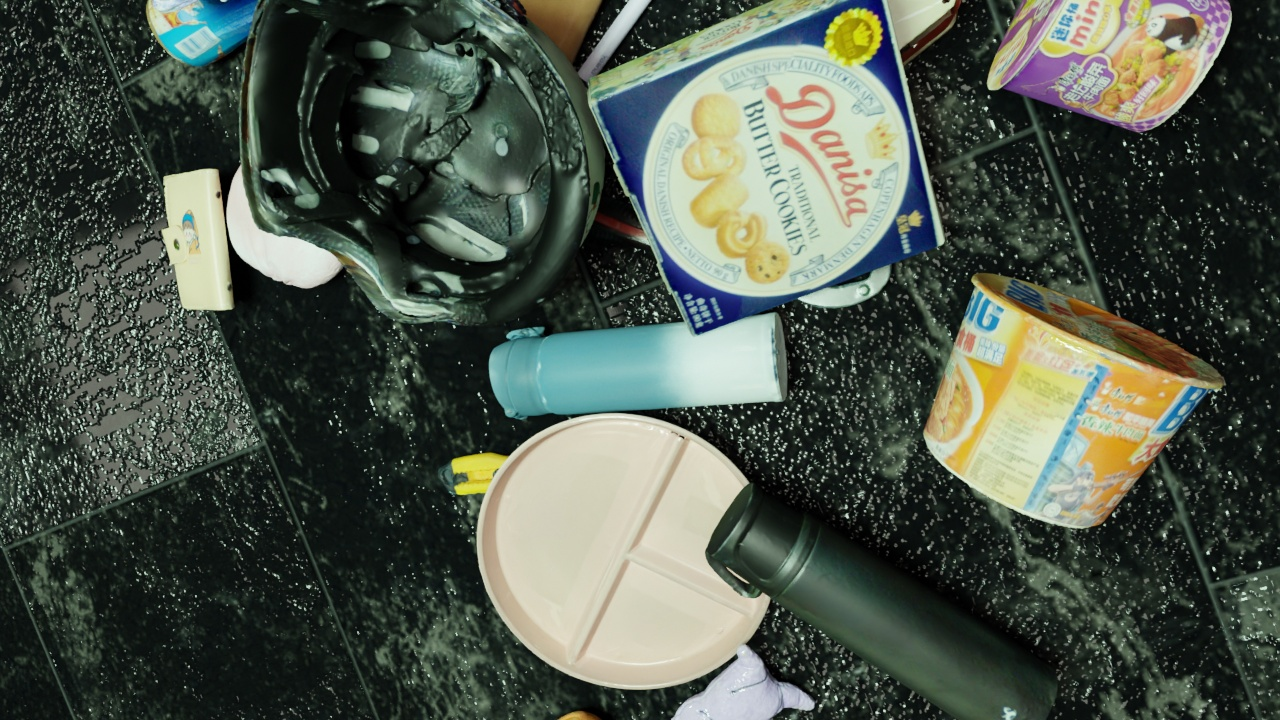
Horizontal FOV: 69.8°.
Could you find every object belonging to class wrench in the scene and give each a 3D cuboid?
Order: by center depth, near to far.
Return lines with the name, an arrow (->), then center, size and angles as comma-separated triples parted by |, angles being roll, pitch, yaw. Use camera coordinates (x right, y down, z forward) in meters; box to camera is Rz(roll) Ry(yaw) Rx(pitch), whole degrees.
wrench -> 0.045, -0.087, 0.676 | 0.273, 0.016, 0.056 | 14, 98, 13

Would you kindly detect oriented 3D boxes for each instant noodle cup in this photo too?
instant noodle cup -> 0.284, -0.196, 0.554 | 0.099, 0.111, 0.112 | 27, 104, 3
instant noodle cup -> 0.256, 0.026, 0.573 | 0.151, 0.151, 0.112 | 24, 111, 11

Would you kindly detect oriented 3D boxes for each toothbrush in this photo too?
toothbrush -> 0.002, -0.259, 0.663 | 0.189, 0.029, 0.021 | -49, 43, 17

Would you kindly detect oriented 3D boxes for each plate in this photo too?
plate -> -0.012, 0.146, 0.702 | 0.230, 0.028, 0.230 | 3, 107, 9

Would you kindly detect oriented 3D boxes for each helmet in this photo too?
helmet -> -0.134, -0.155, 0.641 | 0.274, 0.156, 0.230 | 23, 117, 11

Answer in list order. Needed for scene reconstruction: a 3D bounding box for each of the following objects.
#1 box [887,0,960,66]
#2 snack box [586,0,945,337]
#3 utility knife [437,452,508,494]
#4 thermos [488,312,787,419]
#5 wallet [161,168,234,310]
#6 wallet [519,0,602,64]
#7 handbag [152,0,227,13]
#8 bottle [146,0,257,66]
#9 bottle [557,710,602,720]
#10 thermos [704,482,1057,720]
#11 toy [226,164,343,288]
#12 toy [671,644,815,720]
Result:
box -> 0.119, -0.211, 0.608 | 0.168, 0.075, 0.091 | -37, 88, 16
snack box -> 0.083, -0.125, 0.584 | 0.183, 0.045, 0.178 | -20, 123, 9
utility knife -> -0.081, 0.087, 0.735 | 0.181, 0.015, 0.033 | -7, 98, 16
thermos -> -0.004, 0.004, 0.677 | 0.221, 0.070, 0.070 | -4, 97, 16
wallet -> -0.375, -0.100, 0.772 | 0.087, 0.024, 0.115 | 5, 103, 41
wallet -> -0.076, -0.284, 0.675 | 0.108, 0.031, 0.132 | 30, 103, 8
handbag -> -0.305, -0.342, 0.661 | 0.134, 0.075, 0.193 | -21, 56, 15
bottle -> -0.277, -0.298, 0.709 | 0.219, 0.065, 0.065 | -19, 92, 17
bottle -> -0.026, 0.358, 0.738 | 0.067, 0.066, 0.149 | -29, 96, 17
thermos -> 0.160, 0.179, 0.643 | 0.242, 0.068, 0.090 | 32, 137, 0
toy -> -0.277, -0.140, 0.735 | 0.121, 0.054, 0.160 | 18, 106, 16
toy -> 0.071, 0.271, 0.708 | 0.084, 0.039, 0.108 | 40, 105, -16
